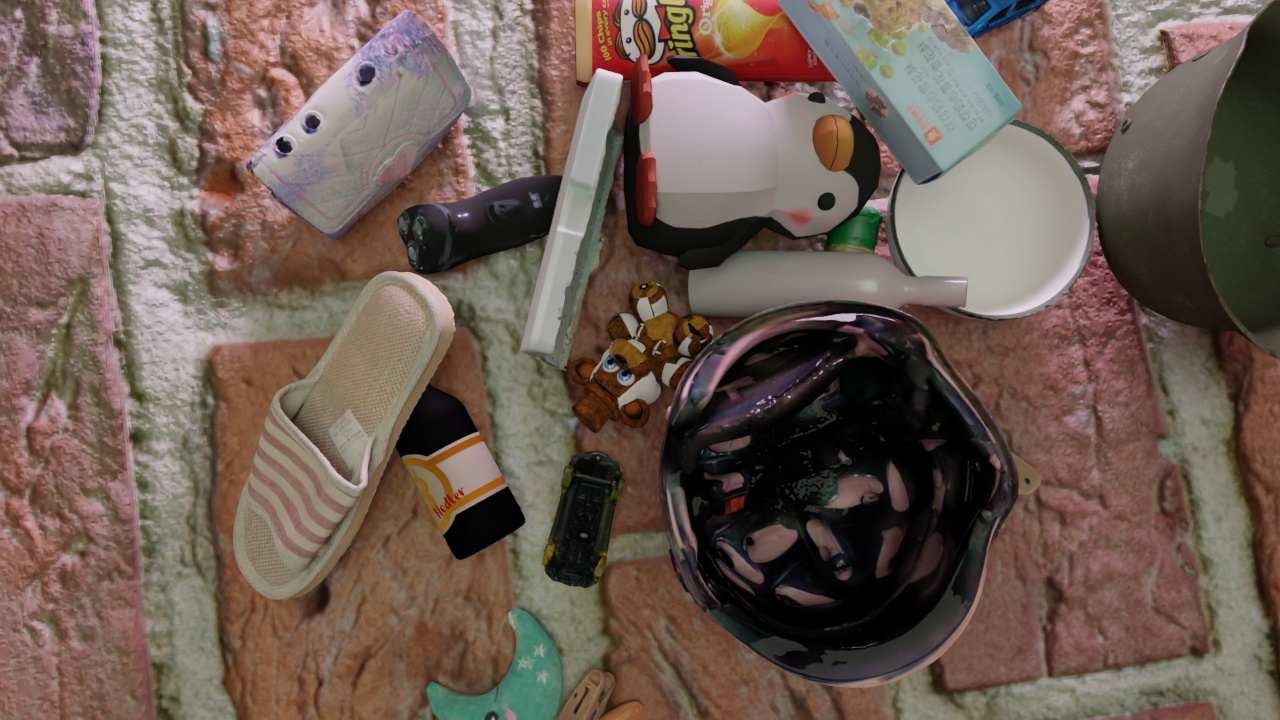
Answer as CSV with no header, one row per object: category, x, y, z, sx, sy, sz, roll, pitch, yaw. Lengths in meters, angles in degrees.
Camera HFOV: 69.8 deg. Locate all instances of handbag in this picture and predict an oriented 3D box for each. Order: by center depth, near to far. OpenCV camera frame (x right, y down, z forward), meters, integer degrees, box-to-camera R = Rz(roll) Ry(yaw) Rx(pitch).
handbag,-0.200,-0.166,0.670,0.069,0.126,0.158,45,84,-1

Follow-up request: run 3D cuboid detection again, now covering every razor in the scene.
razor,-0.113,-0.109,0.699,0.140,0.064,0.053,-20,88,-6

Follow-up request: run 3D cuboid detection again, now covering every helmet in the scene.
helmet,0.122,0.091,0.647,0.230,0.152,0.255,-27,88,-6
helmet,0.433,-0.130,0.669,0.227,0.154,0.267,29,84,-17

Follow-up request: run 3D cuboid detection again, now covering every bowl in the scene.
bowl,0.259,-0.103,0.706,0.153,0.073,0.153,0,86,-1

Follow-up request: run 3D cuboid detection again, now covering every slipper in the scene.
slipper,-0.222,0.055,0.655,0.115,0.052,0.263,35,100,25

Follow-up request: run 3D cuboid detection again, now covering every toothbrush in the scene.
toothbrush,-0.053,0.302,0.697,0.135,0.017,0.021,-36,91,-6

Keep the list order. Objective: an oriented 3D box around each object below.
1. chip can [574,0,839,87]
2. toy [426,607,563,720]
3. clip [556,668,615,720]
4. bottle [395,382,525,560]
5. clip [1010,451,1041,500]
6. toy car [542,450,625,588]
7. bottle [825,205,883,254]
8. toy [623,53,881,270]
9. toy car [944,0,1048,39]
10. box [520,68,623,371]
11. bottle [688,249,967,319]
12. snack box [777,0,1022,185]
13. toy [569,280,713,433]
chip can,0.056,-0.255,0.705,0.213,0.087,0.087,0,86,-3
toy,-0.103,0.249,0.691,0.105,0.033,0.085,-41,77,-3
clip,-0.042,0.259,0.689,0.060,0.050,0.026,-32,48,-32
bottle,-0.154,0.056,0.688,0.059,0.059,0.181,-29,87,-4
clip,0.282,0.080,0.712,0.026,0.061,0.049,-38,115,-4
toy car,-0.043,0.121,0.701,0.049,0.030,0.107,14,88,1
bottle,0.162,-0.064,0.715,0.043,0.043,0.111,9,86,-1
toy,0.080,-0.139,0.679,0.184,0.140,0.159,-1,77,-9
toy car,0.280,-0.294,0.735,0.120,0.043,0.056,-26,87,-3
box,-0.048,-0.095,0.664,0.044,0.136,0.197,14,85,1
bottle,0.136,-0.054,0.673,0.195,0.052,0.052,4,85,21
snack box,0.180,-0.215,0.644,0.075,0.053,0.174,-38,92,-3
toy,-0.004,0.004,0.695,0.087,0.067,0.112,39,72,26
